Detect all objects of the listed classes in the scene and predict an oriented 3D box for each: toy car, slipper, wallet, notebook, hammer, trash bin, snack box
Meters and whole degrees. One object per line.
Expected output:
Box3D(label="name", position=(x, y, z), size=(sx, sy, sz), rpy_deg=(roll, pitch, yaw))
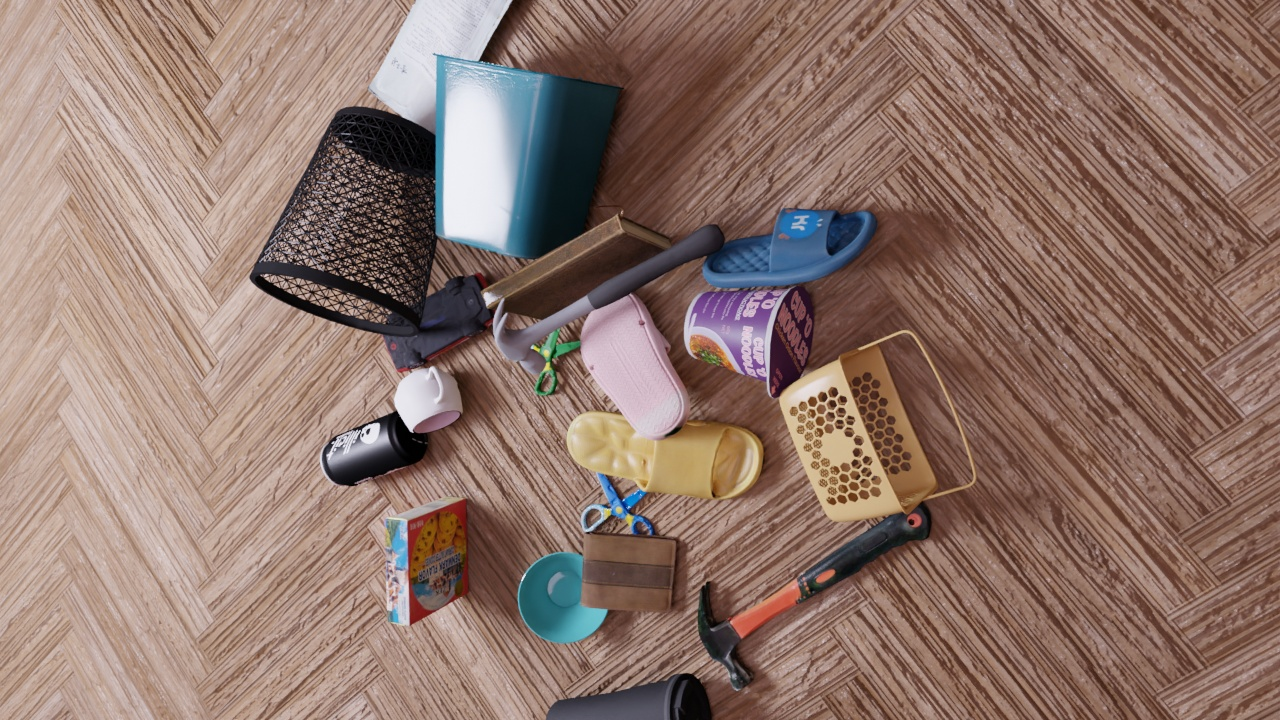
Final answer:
Box3D(label="toy car", position=(-0.283, -0.052, 1.286), size=(0.190, 0.056, 0.081), rpy_deg=(-26, 85, 23))
Box3D(label="slipper", position=(0.021, 0.120, 1.158), size=(0.264, 0.078, 0.099), rpy_deg=(9, 101, 22))
Box3D(label="wallet", position=(-0.016, 0.275, 1.195), size=(0.121, 0.027, 0.098), rpy_deg=(4, 94, 0))
Box3D(label="notebook", position=(-0.082, -0.113, 1.124), size=(0.216, 0.190, 0.034), rpy_deg=(-25, 73, 23))
Box3D(label="hammer", position=(0.209, 0.269, 1.116), size=(0.334, 0.033, 0.133), rpy_deg=(-37, 79, 20))
Box3D(label="slipper", position=(0.166, -0.131, 1.060), size=(0.214, 0.103, 0.059), rpy_deg=(-10, 131, 29))
Box3D(label="trash bin", position=(-0.152, -0.253, 1.147), size=(0.197, 0.198, 0.219), rpy_deg=(17, 108, 22))
Box3D(label="trash bin", position=(-0.362, -0.183, 1.207), size=(0.217, 0.217, 0.243), rpy_deg=(9, 75, 22))
Box3D(label="hammer", position=(-0.041, -0.083, 1.111), size=(0.311, 0.125, 0.029), rpy_deg=(-27, 53, 14))
Box3D(label="slipper", position=(-0.007, 0.007, 1.149), size=(0.107, 0.055, 0.221), rpy_deg=(-38, 57, 14))
Box3D(label="snack box", position=(-0.294, 0.274, 1.271), size=(0.040, 0.142, 0.145), rpy_deg=(1, 95, 22))

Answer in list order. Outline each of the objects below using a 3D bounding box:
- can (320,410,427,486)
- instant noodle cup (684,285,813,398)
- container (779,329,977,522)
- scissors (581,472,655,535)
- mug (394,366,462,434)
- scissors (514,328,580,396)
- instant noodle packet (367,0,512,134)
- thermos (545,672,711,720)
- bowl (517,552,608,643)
Box3D(label="can", position=(-0.387, 0.129, 1.333), size=(0.146, 0.080, 0.080), rpy_deg=(-21, 86, 23))
Box3D(label="instant noodle cup", position=(0.121, -0.028, 1.084), size=(0.122, 0.122, 0.136), rpy_deg=(10, 66, 32))
Box3D(label="container", position=(0.267, 0.075, 1.021), size=(0.167, 0.129, 0.183), rpy_deg=(-25, 84, 32))
Box3D(label="scissors", position=(-0.028, 0.201, 1.223), size=(0.130, 0.013, 0.125), rpy_deg=(-31, 83, 20))
Box3D(label="mug", position=(-0.291, 0.046, 1.268), size=(0.076, 0.090, 0.124), rpy_deg=(65, 149, 17))
Box3D(label="scissors", position=(-0.130, -0.016, 1.237), size=(0.117, 0.012, 0.130), rpy_deg=(33, 118, 22))
Box3D(label="instant noodle packet", position=(-0.264, -0.443, 1.256), size=(0.147, 0.057, 0.270), rpy_deg=(44, 115, 17))
Box3D(label="thermos", position=(-0.017, 0.472, 1.196), size=(0.219, 0.105, 0.106), rpy_deg=(-17, 87, 29))
Box3D(label="bowl", position=(-0.101, 0.313, 1.234), size=(0.121, 0.046, 0.121), rpy_deg=(0, 91, -2))
